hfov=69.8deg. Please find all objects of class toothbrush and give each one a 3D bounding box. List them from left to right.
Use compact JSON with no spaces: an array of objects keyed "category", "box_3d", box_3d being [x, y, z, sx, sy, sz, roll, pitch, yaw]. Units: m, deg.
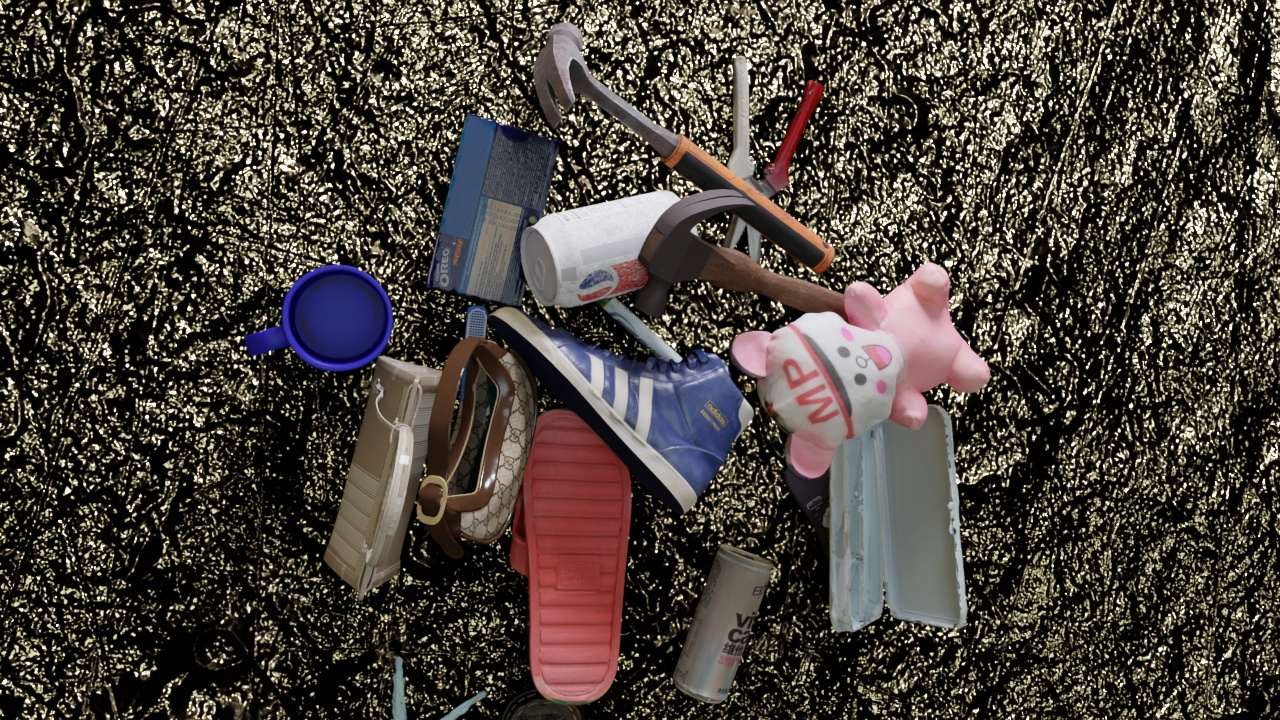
[{"category":"toothbrush","box_3d":[-0.148,0.036,0.790,0.016,0.014,0.166,5,93,-17]}]

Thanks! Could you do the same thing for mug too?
[{"category":"mug","box_3d":[-0.251,-0.029,0.718,0.111,0.083,0.079,-20,99,-15]}]

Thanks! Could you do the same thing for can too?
[{"category":"can","box_3d":[-0.025,-0.094,0.771,0.136,0.078,0.078,-17,99,-27]},{"category":"can","box_3d":[0.076,0.244,0.851,0.054,0.054,0.135,21,88,-17]}]

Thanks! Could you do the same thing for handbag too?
[{"category":"handbag","box_3d":[-0.187,0.094,0.686,0.062,0.198,0.175,15,89,-17]},{"category":"handbag","box_3d":[-0.133,0.065,0.712,0.063,0.138,0.166,6,64,16]}]

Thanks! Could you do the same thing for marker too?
[{"category":"marker","box_3d":[-0.002,-0.029,0.827,0.146,0.017,0.017,42,82,-15]}]

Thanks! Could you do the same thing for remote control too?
[{"category":"remote control","box_3d":[0.182,0.146,0.898,0.046,0.009,0.124,-33,102,-12]}]

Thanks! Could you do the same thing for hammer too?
[{"category":"hammer","box_3d":[0.045,-0.163,0.784,0.314,0.137,0.035,32,123,-20]},{"category":"hammer","box_3d":[0.138,-0.061,0.812,0.322,0.033,0.115,15,112,-35]}]

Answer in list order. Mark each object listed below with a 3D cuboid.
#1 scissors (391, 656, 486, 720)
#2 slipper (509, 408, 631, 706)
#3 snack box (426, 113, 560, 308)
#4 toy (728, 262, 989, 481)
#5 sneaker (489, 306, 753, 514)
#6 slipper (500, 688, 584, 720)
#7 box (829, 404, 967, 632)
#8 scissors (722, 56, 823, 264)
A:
[{"category":"scissors","box_3d":[-0.211,0.341,0.792,0.167,0.023,0.171,-5,93,-11]},{"category":"slipper","box_3d":[-0.062,0.167,0.801,0.103,0.059,0.248,1,79,-18]},{"category":"snack box","box_3d":[-0.125,-0.125,0.779,0.082,0.027,0.150,14,89,-17]},{"category":"toy","box_3d":[0.193,0.005,0.804,0.212,0.084,0.142,-26,94,-16]},{"category":"sneaker","box_3d":[-0.004,0.006,0.782,0.233,0.091,0.118,45,74,2]},{"category":"slipper","box_3d":[-0.097,0.423,0.800,0.113,0.076,0.268,10,91,-17]},{"category":"box","box_3d":[0.248,0.144,0.846,0.106,0.125,0.215,0,89,-59]},{"category":"scissors","box_3d":[0.112,-0.189,0.852,0.187,0.015,0.179,-34,104,-11]}]
